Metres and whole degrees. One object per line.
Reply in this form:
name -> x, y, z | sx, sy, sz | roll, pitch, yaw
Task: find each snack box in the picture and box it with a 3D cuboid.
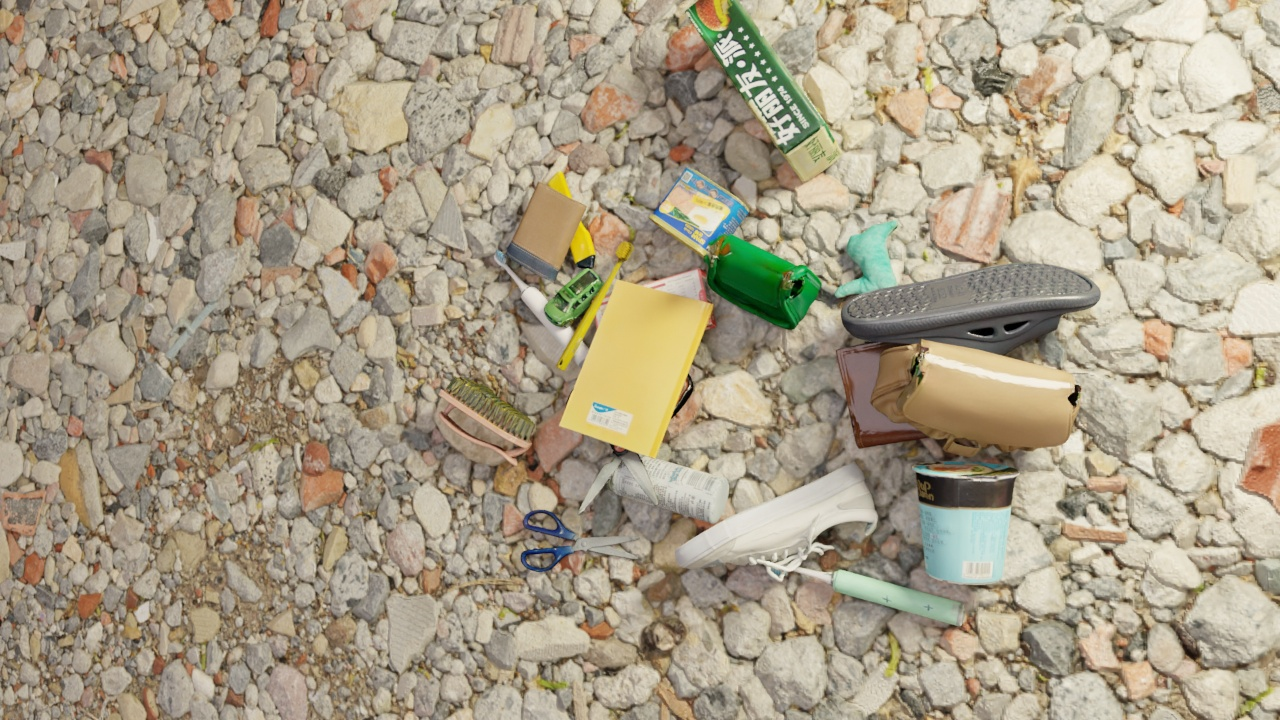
snack box -> 0.152, -0.340, 1.127 | 0.063, 0.114, 0.240 | -34, 71, 15
snack box -> 0.016, -0.061, 1.194 | 0.156, 0.027, 0.077 | -15, 78, 20

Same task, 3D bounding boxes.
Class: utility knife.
utility knife -> -0.093, -0.192, 1.262 | 0.033, 0.015, 0.153 | -23, 75, 13

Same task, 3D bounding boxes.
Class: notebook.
notebook -> -0.007, 0.007, 1.152 | 0.146, 0.010, 0.206 | 16, 80, 29

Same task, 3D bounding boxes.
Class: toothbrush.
toothbrush -> -0.062, -0.072, 1.204 | 0.016, 0.016, 0.190 | 32, 95, 24
toothbrush -> -0.136, -0.073, 1.259 | 0.221, 0.026, 0.026 | 49, 140, 20
toothbrush -> 0.257, 0.262, 1.057 | 0.225, 0.026, 0.027 | 11, 110, 23

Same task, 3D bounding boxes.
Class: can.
can -> 0.076, -0.186, 1.171 | 0.102, 0.057, 0.083 | 38, 95, 21
can -> 0.034, 0.156, 1.144 | 0.147, 0.058, 0.058 | 13, 88, 23

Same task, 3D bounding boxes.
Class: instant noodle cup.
instant noodle cup -> 0.350, 0.176, 0.995 | 0.111, 0.111, 0.120 | 1, 92, 22

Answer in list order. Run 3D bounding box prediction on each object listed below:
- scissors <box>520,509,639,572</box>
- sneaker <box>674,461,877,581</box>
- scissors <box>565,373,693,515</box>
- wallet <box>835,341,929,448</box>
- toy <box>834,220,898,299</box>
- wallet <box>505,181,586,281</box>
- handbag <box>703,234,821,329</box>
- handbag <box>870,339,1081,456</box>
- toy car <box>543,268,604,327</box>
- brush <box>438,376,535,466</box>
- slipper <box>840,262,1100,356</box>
scissors -> -0.085, 0.250, 1.206 | 0.171, 0.012, 0.140 | 34, 95, 21
sneaker -> 0.161, 0.208, 1.076 | 0.242, 0.089, 0.090 | -26, 79, 11
scissors -> -0.023, 0.090, 1.155 | 0.234, 0.022, 0.221 | -48, 49, -12
wallet -> 0.290, 0.036, 1.070 | 0.101, 0.032, 0.124 | -13, 80, 17
toy -> 0.272, -0.112, 1.096 | 0.097, 0.030, 0.092 | -21, 74, 25
wallet -> -0.130, -0.176, 1.253 | 0.090, 0.033, 0.115 | 31, 104, 28
handbag -> 0.142, -0.097, 1.098 | 0.131, 0.120, 0.068 | 29, 89, 24
handbag -> 0.351, 0.044, 0.966 | 0.204, 0.148, 0.099 | 12, 77, 8
toy car -> -0.089, -0.085, 1.227 | 0.091, 0.036, 0.043 | -44, 71, -9
brush -> -0.208, 0.083, 1.250 | 0.146, 0.063, 0.073 | 31, 91, 21
slipper -> 0.364, -0.046, 1.024 | 0.268, 0.110, 0.083 | -7, 117, 18
